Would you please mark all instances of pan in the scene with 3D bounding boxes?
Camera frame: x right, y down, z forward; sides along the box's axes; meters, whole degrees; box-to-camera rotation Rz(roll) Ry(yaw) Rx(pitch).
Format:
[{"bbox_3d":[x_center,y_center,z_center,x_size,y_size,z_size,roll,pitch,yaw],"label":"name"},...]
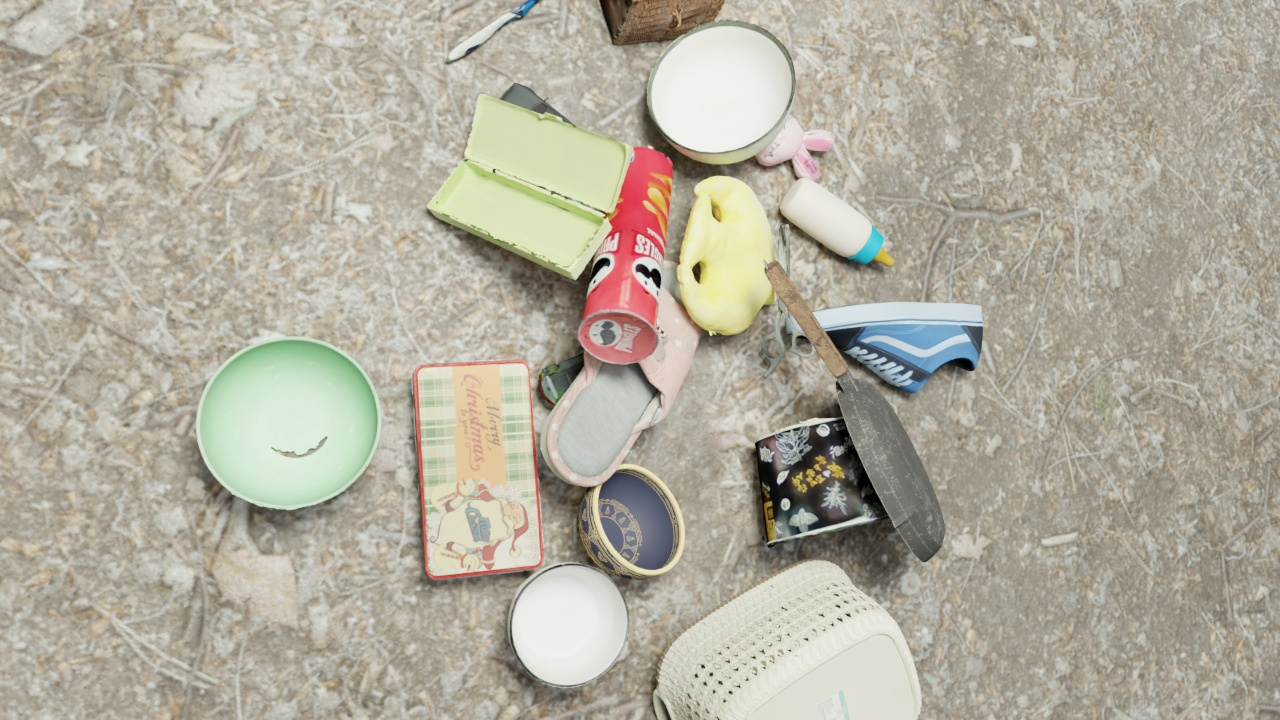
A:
[{"bbox_3d":[0.220,0.043,0.914,0.040,0.207,0.357,-26,109,18],"label":"pan"}]

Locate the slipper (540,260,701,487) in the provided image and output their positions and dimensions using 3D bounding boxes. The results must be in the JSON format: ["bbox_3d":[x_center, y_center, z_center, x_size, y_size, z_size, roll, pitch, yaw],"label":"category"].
[{"bbox_3d":[-0.005,0.005,0.902,0.114,0.055,0.273,42,57,-19],"label":"slipper"}]

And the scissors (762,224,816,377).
[{"bbox_3d":[0.142,-0.060,0.964,0.014,0.095,0.170,-32,104,-49],"label":"scissors"}]

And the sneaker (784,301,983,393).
[{"bbox_3d":[0.275,-0.013,1.010,0.241,0.083,0.098,0,87,-19],"label":"sneaker"}]

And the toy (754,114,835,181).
[{"bbox_3d":[0.161,-0.242,1.017,0.110,0.047,0.063,17,88,-18],"label":"toy"}]

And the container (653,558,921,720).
[{"bbox_3d":[0.150,0.322,0.903,0.245,0.143,0.184,-26,105,-18],"label":"container"}]

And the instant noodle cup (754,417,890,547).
[{"bbox_3d":[0.180,0.123,0.946,0.137,0.137,0.112,-9,76,-18],"label":"instant noodle cup"}]

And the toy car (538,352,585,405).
[{"bbox_3d":[-0.061,0.014,0.926,0.091,0.036,0.042,-25,92,-24],"label":"toy car"}]

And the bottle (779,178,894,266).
[{"bbox_3d":[0.225,-0.146,1.023,0.146,0.051,0.051,32,76,-11],"label":"bottle"}]

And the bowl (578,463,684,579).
[{"bbox_3d":[-0.018,0.166,0.905,0.112,0.061,0.112,25,47,-31],"label":"bowl"}]

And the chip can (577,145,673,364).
[{"bbox_3d":[-0.009,-0.109,0.887,0.073,0.073,0.232,19,50,-14],"label":"chip can"}]

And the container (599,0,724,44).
[{"bbox_3d":[0.008,-0.442,0.957,0.112,0.114,0.198,-17,88,-13],"label":"container"}]

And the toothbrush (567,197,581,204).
[{"bbox_3d":[-0.050,-0.146,0.959,0.016,0.017,0.180,-45,98,-17],"label":"toothbrush"}]

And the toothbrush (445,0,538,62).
[{"bbox_3d":[-0.127,-0.360,0.959,0.188,0.016,0.017,-40,106,-17],"label":"toothbrush"}]

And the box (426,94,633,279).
[{"bbox_3d":[-0.105,-0.168,0.877,0.188,0.044,0.141,24,93,26],"label":"box"}]

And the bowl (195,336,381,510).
[{"bbox_3d":[-0.312,0.057,0.826,0.150,0.077,0.151,2,83,-16],"label":"bowl"}]

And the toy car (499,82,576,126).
[{"bbox_3d":[-0.096,-0.239,0.945,0.112,0.034,0.046,37,75,-10],"label":"toy car"}]

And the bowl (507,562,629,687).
[{"bbox_3d":[-0.074,0.249,0.883,0.116,0.066,0.116,2,83,-17],"label":"bowl"}]

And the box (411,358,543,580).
[{"bbox_3d":[-0.158,0.103,0.883,0.117,0.050,0.205,-2,84,-18],"label":"box"}]

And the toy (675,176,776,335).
[{"bbox_3d":[0.094,-0.104,0.958,0.154,0.065,0.170,26,69,-42],"label":"toy"}]

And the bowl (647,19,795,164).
[{"bbox_3d":[0.088,-0.271,0.968,0.153,0.073,0.153,-3,74,12],"label":"bowl"}]
